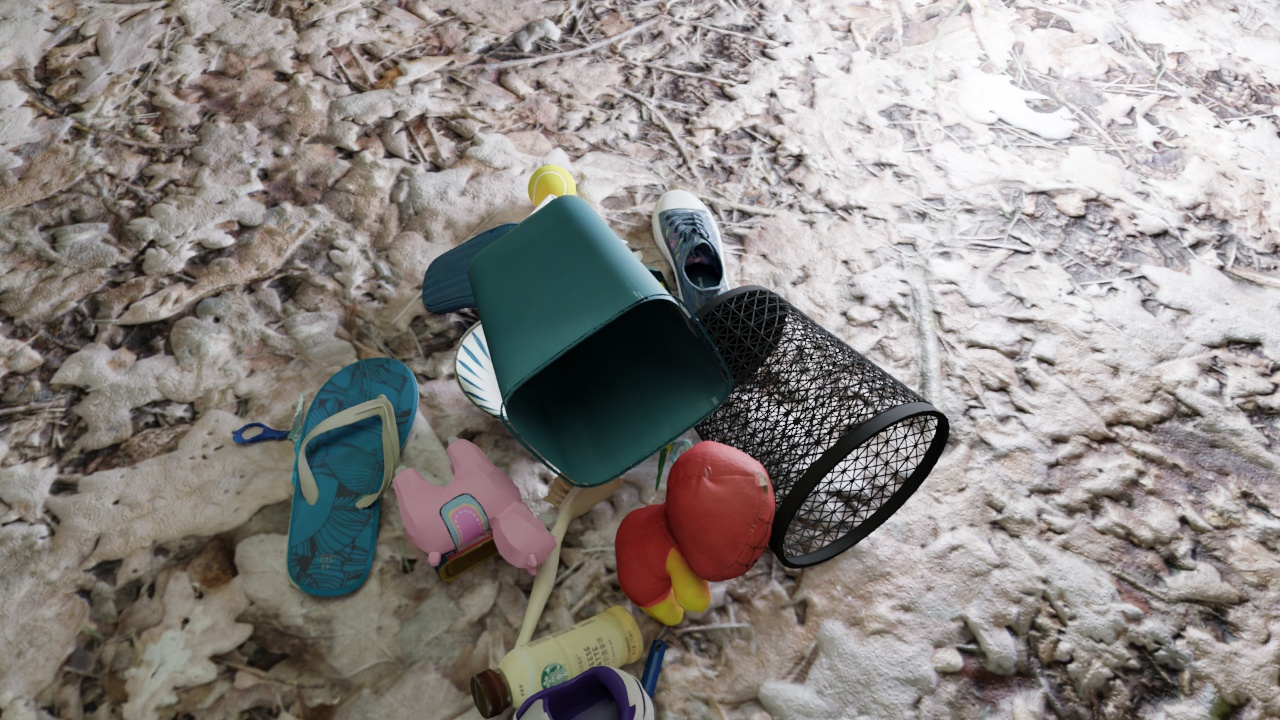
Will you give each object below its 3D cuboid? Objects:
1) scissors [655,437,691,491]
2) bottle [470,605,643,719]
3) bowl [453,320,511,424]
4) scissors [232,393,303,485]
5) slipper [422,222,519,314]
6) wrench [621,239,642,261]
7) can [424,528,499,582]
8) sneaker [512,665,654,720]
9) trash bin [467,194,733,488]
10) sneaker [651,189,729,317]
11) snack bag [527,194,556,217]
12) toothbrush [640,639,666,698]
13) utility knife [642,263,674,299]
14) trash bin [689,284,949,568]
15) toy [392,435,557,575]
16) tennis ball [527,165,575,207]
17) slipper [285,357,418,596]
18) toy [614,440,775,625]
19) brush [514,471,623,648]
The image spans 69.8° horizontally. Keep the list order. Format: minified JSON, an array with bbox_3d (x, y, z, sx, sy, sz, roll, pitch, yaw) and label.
[{"bbox_3d":[0.031,0.090,0.992,0.011,0.126,0.127,2,21,-18],"label":"scissors"},{"bbox_3d":[-0.077,0.284,0.858,0.161,0.057,0.056,-15,55,-31],"label":"bottle"},{"bbox_3d":[-0.124,0.024,1.055,0.177,0.071,0.177,4,48,-5],"label":"bowl"},{"bbox_3d":[-0.394,0.087,1.033,0.133,0.014,0.127,-3,54,-4],"label":"scissors"},{"bbox_3d":[-0.183,-0.106,1.113,0.214,0.059,0.103,-8,70,36],"label":"slipper"},{"bbox_3d":[-0.031,-0.075,1.125,0.047,0.009,0.272,21,36,-8],"label":"wrench"},{"bbox_3d":[-0.179,0.180,0.953,0.099,0.054,0.059,-26,61,-20],"label":"can"},{"bbox_3d":[-0.095,0.348,0.789,0.243,0.111,0.092,-31,56,-17],"label":"sneaker"},{"bbox_3d":[-0.057,-0.031,0.925,0.199,0.196,0.218,-34,48,3],"label":"trash bin"},{"bbox_3d":[0.073,-0.147,1.190,0.087,0.079,0.235,-7,55,-8],"label":"sneaker"},{"bbox_3d":[-0.144,-0.157,1.165,0.036,0.116,0.076,43,55,-12],"label":"snack bag"},{"bbox_3d":[-0.007,0.351,0.859,0.016,0.017,0.189,15,54,8],"label":"toothbrush"},{"bbox_3d":[0.036,-0.058,1.157,0.028,0.020,0.174,-13,57,-15],"label":"utility knife"},{"bbox_3d":[0.158,0.055,0.978,0.216,0.217,0.243,-25,53,-20],"label":"trash bin"},{"bbox_3d":[-0.163,0.154,0.901,0.123,0.067,0.157,-33,69,-22],"label":"toy"},{"bbox_3d":[-0.121,-0.233,1.251,0.065,0.065,0.065,2,54,-2],"label":"tennis ball"},{"bbox_3d":[-0.315,0.106,0.988,0.118,0.060,0.294,7,54,-7],"label":"slipper"},{"bbox_3d":[0.049,0.161,0.880,0.098,0.217,0.147,10,52,-26],"label":"toy"},{"bbox_3d":[-0.092,0.216,0.937,0.077,0.062,0.271,8,56,23],"label":"brush"}]
